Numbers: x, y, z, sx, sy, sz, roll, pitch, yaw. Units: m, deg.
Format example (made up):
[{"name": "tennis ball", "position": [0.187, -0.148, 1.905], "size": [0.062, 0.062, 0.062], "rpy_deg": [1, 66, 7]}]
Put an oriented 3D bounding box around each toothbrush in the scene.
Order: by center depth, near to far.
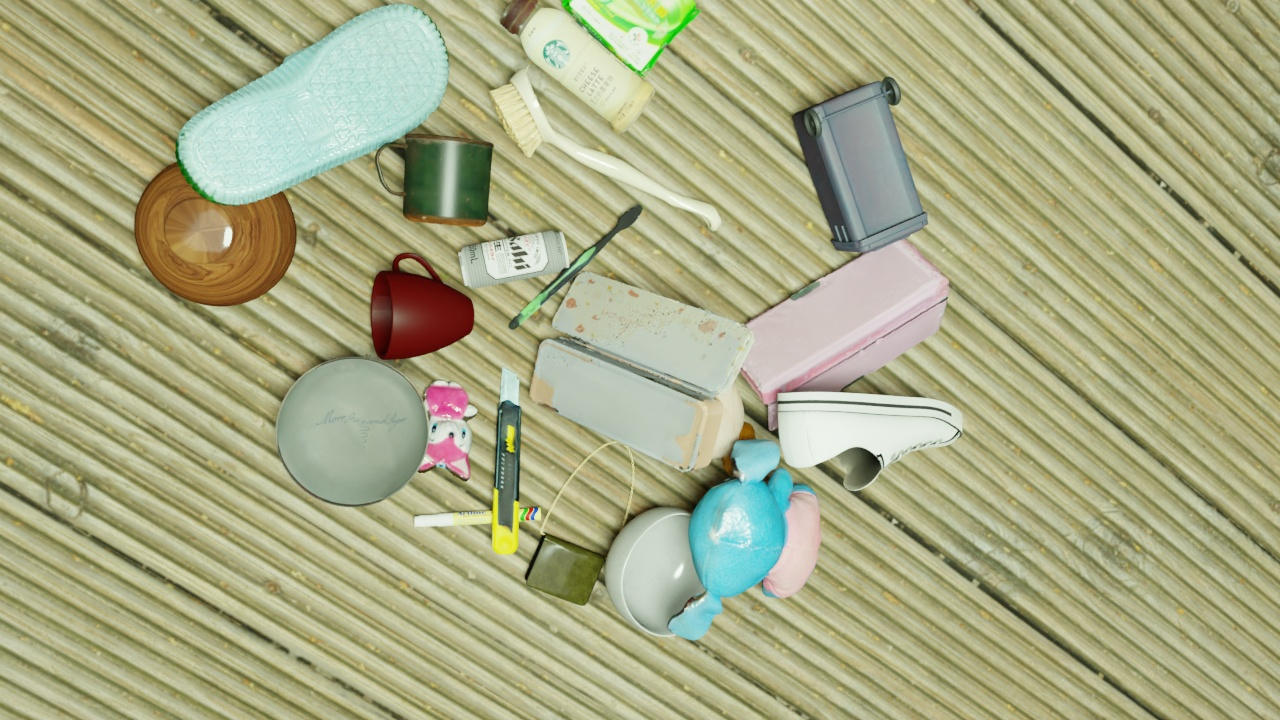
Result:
[{"name": "toothbrush", "position": [-0.068, -0.097, 0.962], "size": [0.188, 0.017, 0.014], "rpy_deg": [-43, 99, 2]}]

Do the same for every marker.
[{"name": "marker", "position": [-0.173, 0.168, 0.980], "size": [0.132, 0.014, 0.014], "rpy_deg": [-2, 98, -9]}]

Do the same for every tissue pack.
[{"name": "tissue pack", "position": [-0.012, -0.355, 0.922], "size": [0.114, 0.034, 0.099], "rpy_deg": [40, 89, -14]}]

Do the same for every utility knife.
[{"name": "utility knife", "position": [-0.141, 0.105, 0.967], "size": [0.028, 0.020, 0.198], "rpy_deg": [1, 89, -11]}]

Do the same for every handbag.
[{"name": "handbag", "position": [-0.058, 0.171, 0.999], "size": [0.084, 0.027, 0.178], "rpy_deg": [24, 88, -12]}]

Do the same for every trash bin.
[{"name": "trash bin", "position": [0.229, -0.196, 0.955], "size": [0.093, 0.092, 0.161], "rpy_deg": [-23, 102, -6]}]

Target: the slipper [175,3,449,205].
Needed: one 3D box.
[{"name": "slipper", "position": [-0.304, -0.238, 0.870], "size": [0.275, 0.069, 0.116], "rpy_deg": [-35, 107, -17]}]

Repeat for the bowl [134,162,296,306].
[{"name": "bowl", "position": [-0.409, -0.122, 0.869], "size": [0.147, 0.069, 0.147], "rpy_deg": [-1, 98, -10]}]

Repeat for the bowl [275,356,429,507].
[{"name": "bowl", "position": [-0.285, 0.067, 0.923], "size": [0.150, 0.057, 0.151], "rpy_deg": [-1, 98, -8]}]

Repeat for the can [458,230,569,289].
[{"name": "can", "position": [-0.129, -0.103, 0.932], "size": [0.106, 0.044, 0.044], "rpy_deg": [-12, 100, -8]}]

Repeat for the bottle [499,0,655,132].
[{"name": "bottle", "position": [-0.063, -0.297, 0.909], "size": [0.162, 0.056, 0.056], "rpy_deg": [37, 91, -12]}]

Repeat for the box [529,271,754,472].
[{"name": "box", "position": [-0.005, 0.006, 0.905], "size": [0.063, 0.217, 0.157], "rpy_deg": [33, 81, -56]}]

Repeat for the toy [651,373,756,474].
[{"name": "toy", "position": [0.069, 0.055, 0.976], "size": [0.176, 0.076, 0.132], "rpy_deg": [52, 58, -24]}]

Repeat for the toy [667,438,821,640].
[{"name": "toy", "position": [0.117, 0.195, 0.960], "size": [0.191, 0.099, 0.224], "rpy_deg": [21, 88, -46]}]

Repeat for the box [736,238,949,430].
[{"name": "box", "position": [0.216, -0.023, 1.007], "size": [0.232, 0.099, 0.115], "rpy_deg": [-32, 144, -5]}]

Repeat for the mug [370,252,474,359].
[{"name": "mug", "position": [-0.216, -0.057, 0.916], "size": [0.088, 0.087, 0.114], "rpy_deg": [-1, 67, -29]}]

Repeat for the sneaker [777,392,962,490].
[{"name": "sneaker", "position": [0.244, 0.088, 0.960], "size": [0.245, 0.091, 0.097], "rpy_deg": [7, 81, -37]}]

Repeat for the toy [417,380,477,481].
[{"name": "toy", "position": [-0.203, 0.073, 0.946], "size": [0.065, 0.050, 0.102], "rpy_deg": [5, 92, -6]}]

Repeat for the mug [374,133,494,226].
[{"name": "mug", "position": [-0.200, -0.174, 0.886], "size": [0.111, 0.085, 0.081], "rpy_deg": [1, 100, -26]}]

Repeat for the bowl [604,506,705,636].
[{"name": "bowl", "position": [0.019, 0.222, 0.987], "size": [0.131, 0.064, 0.132], "rpy_deg": [-3, 96, -32]}]

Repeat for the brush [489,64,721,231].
[{"name": "brush", "position": [-0.032, -0.203, 0.934], "size": [0.272, 0.062, 0.077], "rpy_deg": [29, 109, -17]}]
